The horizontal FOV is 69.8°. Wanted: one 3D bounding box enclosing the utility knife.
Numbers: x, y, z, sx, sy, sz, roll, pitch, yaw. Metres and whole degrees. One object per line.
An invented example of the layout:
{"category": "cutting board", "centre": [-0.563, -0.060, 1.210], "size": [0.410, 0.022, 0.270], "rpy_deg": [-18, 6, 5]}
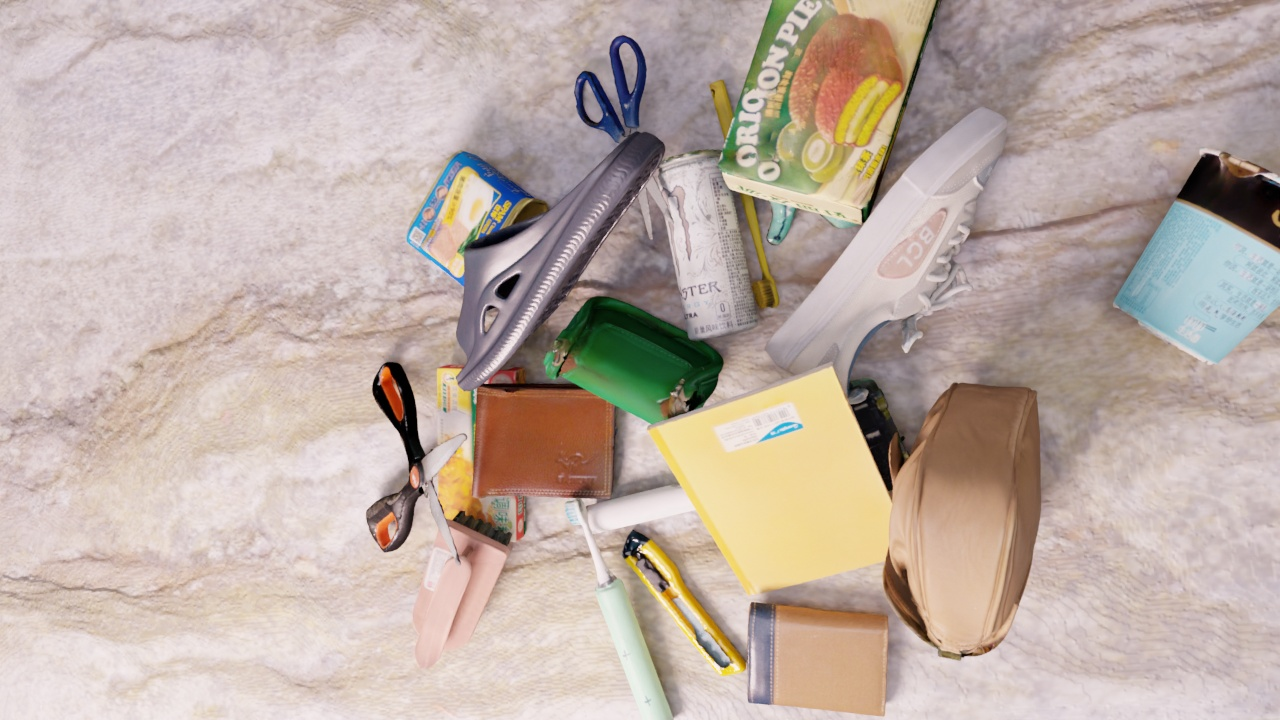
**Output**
{"category": "utility knife", "centre": [0.036, 0.211, 0.796], "size": [0.033, 0.015, 0.154], "rpy_deg": [-42, 83, 18]}

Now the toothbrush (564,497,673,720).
{"category": "toothbrush", "centre": [-0.018, 0.222, 0.794], "size": [0.027, 0.026, 0.224], "rpy_deg": [-16, 98, 28]}

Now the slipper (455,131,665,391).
{"category": "slipper", "centre": [-0.084, -0.089, 0.732], "size": [0.083, 0.110, 0.269], "rpy_deg": [40, 120, -2]}

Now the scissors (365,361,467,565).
{"category": "scissors", "centre": [-0.202, 0.098, 0.799], "size": [0.222, 0.021, 0.234], "rpy_deg": [-58, 46, 38]}

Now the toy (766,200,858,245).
{"category": "toy", "centre": [0.138, -0.132, 0.730], "size": [0.092, 0.030, 0.096], "rpy_deg": [22, 108, 18]}

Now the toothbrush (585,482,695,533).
{"category": "toothbrush", "centre": [0.057, 0.111, 0.775], "size": [0.221, 0.026, 0.026], "rpy_deg": [-16, 99, 17]}

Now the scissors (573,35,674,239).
{"category": "scissors", "centre": [-0.016, -0.177, 0.749], "size": [0.140, 0.012, 0.171], "rpy_deg": [11, 99, 45]}

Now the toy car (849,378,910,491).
{"category": "toy car", "centre": [0.185, 0.059, 0.728], "size": [0.043, 0.036, 0.091], "rpy_deg": [-22, 85, 15]}

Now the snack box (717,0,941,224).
{"category": "snack box", "centre": [0.150, -0.231, 0.679], "size": [0.114, 0.063, 0.240], "rpy_deg": [18, 90, 14]}

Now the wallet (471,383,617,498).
{"category": "wallet", "centre": [-0.083, 0.071, 0.793], "size": [0.124, 0.032, 0.101], "rpy_deg": [1, 98, -3]}

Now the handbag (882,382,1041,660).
{"category": "handbag", "centre": [0.225, 0.100, 0.639], "size": [0.100, 0.204, 0.148], "rpy_deg": [6, 110, 26]}

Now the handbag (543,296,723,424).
{"category": "handbag", "centre": [-0.004, 0.004, 0.734], "size": [0.131, 0.120, 0.068], "rpy_deg": [26, 103, 5]}

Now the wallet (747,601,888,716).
{"category": "wallet", "centre": [0.145, 0.247, 0.761], "size": [0.115, 0.033, 0.090], "rpy_deg": [1, 98, 15]}

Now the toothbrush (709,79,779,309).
{"category": "toothbrush", "centre": [0.083, -0.134, 0.749], "size": [0.016, 0.016, 0.190], "rpy_deg": [-14, 91, -26]}

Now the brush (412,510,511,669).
{"category": "brush", "centre": [-0.166, 0.207, 0.810], "size": [0.063, 0.072, 0.146], "rpy_deg": [25, 118, 0]}

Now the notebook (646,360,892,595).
{"category": "notebook", "centre": [0.113, 0.102, 0.709], "size": [0.146, 0.010, 0.206], "rpy_deg": [-20, 123, 17]}

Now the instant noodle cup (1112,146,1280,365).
{"category": "instant noodle cup", "centre": [0.394, -0.066, 0.627], "size": [0.111, 0.111, 0.121], "rpy_deg": [35, 111, 10]}

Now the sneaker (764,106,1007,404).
{"category": "sneaker", "centre": [0.202, -0.071, 0.681], "size": [0.091, 0.089, 0.242], "rpy_deg": [40, 102, 11]}

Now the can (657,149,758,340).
{"category": "can", "centre": [0.054, -0.092, 0.741], "size": [0.058, 0.058, 0.146], "rpy_deg": [-11, 92, 17]}

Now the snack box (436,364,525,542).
{"category": "snack box", "centre": [-0.144, 0.083, 0.830], "size": [0.077, 0.027, 0.156], "rpy_deg": [2, 96, 14]}

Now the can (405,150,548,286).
{"category": "can", "centre": [-0.143, -0.119, 0.797], "size": [0.083, 0.057, 0.102], "rpy_deg": [38, 103, 12]}
